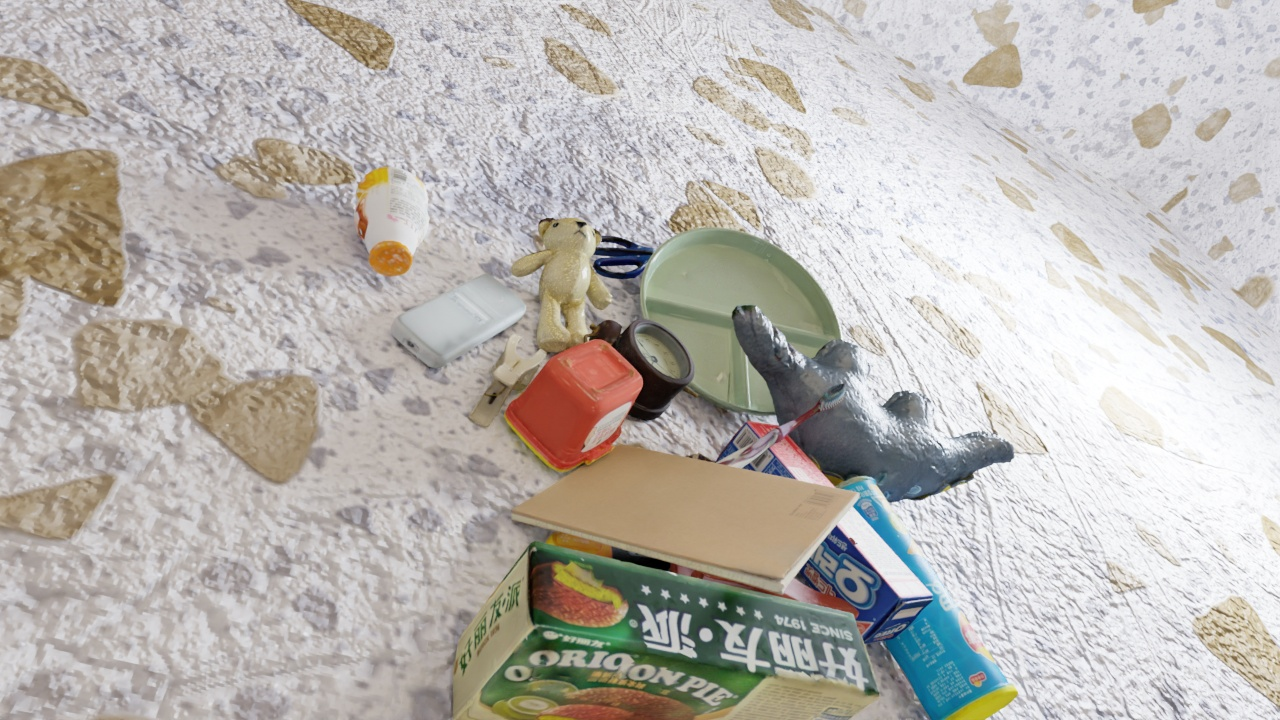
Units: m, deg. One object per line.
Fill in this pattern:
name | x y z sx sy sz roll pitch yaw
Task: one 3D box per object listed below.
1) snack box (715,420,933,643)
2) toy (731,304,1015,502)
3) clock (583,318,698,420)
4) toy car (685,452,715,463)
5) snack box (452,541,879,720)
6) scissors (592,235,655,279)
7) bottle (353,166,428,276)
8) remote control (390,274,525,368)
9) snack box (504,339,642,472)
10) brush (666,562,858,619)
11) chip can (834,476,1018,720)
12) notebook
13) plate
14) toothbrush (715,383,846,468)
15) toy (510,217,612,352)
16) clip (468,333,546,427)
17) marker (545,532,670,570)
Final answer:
snack box | 0.146 0.139 0.765 0.058 0.057 0.207 13 29 -45
toy | 0.211 0.064 0.880 0.356 0.138 0.091 28 -2 -22
clock | -0.005 0.005 0.823 0.121 0.055 0.082 15 43 -40
toy car | 0.040 0.114 0.756 0.042 0.035 0.090 31 36 -2
snack box | 0.017 0.190 0.565 0.240 0.115 0.063 18 38 -23
scissors | 0.025 -0.107 0.996 0.173 0.012 0.126 15 38 2
bottle | -0.216 -0.119 0.796 0.063 0.063 0.108 16 37 -27
remote control | -0.153 -0.036 0.786 0.056 0.020 0.135 39 34 7
snack box | -0.048 0.034 0.736 0.082 0.080 0.091 44 34 13
brush | 0.089 0.183 0.678 0.145 0.069 0.063 22 36 -19
chip can | 0.223 0.201 0.773 0.071 0.071 0.210 5 43 -37
notebook | 0.035 0.105 0.670 0.212 0.012 0.149 8 20 30
plate | 0.104 -0.041 0.955 0.230 0.028 0.229 11 56 -17
toothbrush | 0.109 0.064 0.772 0.187 0.017 0.016 -28 59 -28
toy | -0.069 -0.071 0.864 0.105 0.066 0.157 13 55 -20
clip | -0.107 0.010 0.748 0.034 0.070 0.099 33 29 -3
marker | -0.013 0.144 0.687 0.123 0.015 0.018 16 42 -29
